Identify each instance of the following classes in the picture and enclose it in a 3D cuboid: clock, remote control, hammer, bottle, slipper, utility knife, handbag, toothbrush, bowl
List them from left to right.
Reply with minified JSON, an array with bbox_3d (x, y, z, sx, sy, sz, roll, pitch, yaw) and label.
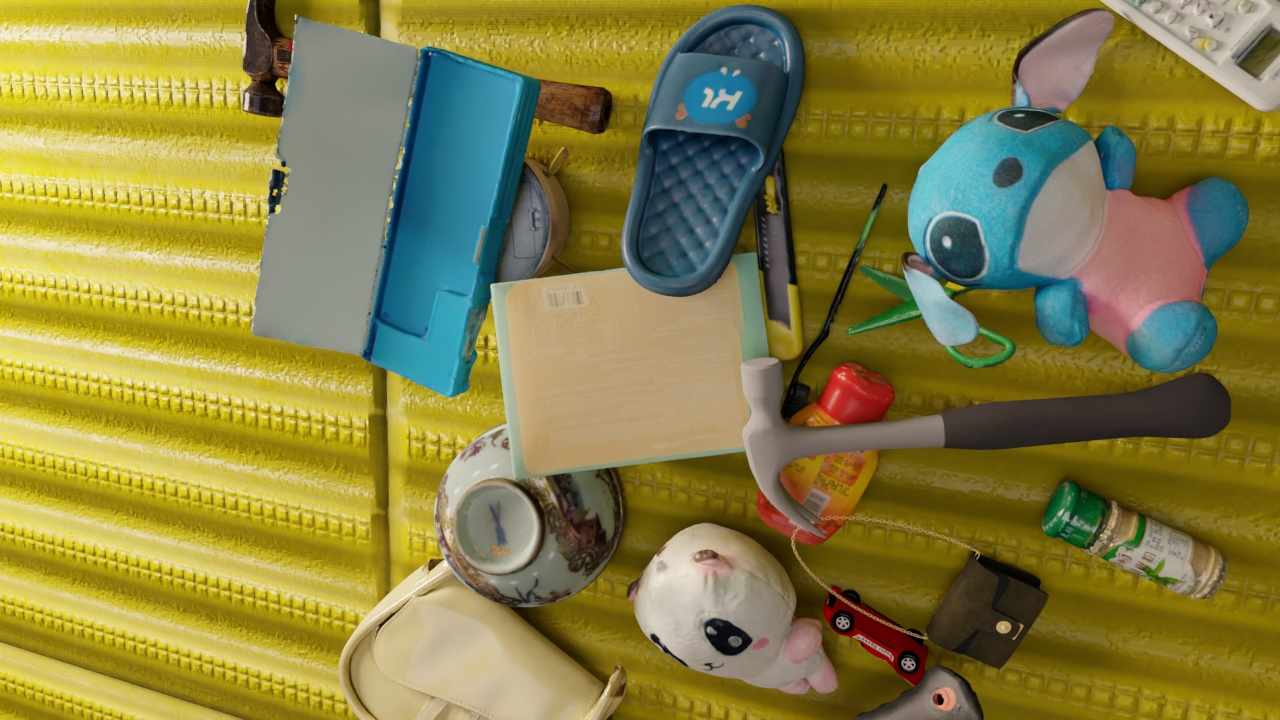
[{"bbox_3d":[-0.177,-0.234,0.732,0.331,0.033,0.120,14,106,16],"label":"hammer"},{"bbox_3d":[-0.129,-0.110,0.727,0.158,0.058,0.117,-1,101,21],"label":"clock"},{"bbox_3d":[-0.143,0.281,0.811,0.233,0.088,0.191,36,109,10],"label":"handbag"},{"bbox_3d":[-0.099,0.127,0.732,0.160,0.094,0.160,0,90,12],"label":"bowl"},{"bbox_3d":[0.042,-0.149,0.630,0.104,0.059,0.213,19,86,17],"label":"slipper"},{"bbox_3d":[0.097,-0.086,0.671,0.029,0.020,0.174,-5,100,19],"label":"utility knife"},{"bbox_3d":[0.110,0.317,0.707,0.334,0.033,0.133,-38,48,26],"label":"hammer"},{"bbox_3d":[0.138,0.067,0.674,0.071,0.048,0.134,27,110,11],"label":"bottle"},{"bbox_3d":[0.142,-0.038,0.667,0.017,0.014,0.188,21,109,1],"label":"toothbrush"},{"bbox_3d":[0.195,0.159,0.663,0.178,0.027,0.084,23,110,-1],"label":"handbag"},{"bbox_3d":[0.225,0.048,0.615,0.311,0.029,0.125,-5,103,8],"label":"hammer"},{"bbox_3d":[0.332,0.122,0.620,0.110,0.042,0.043,25,110,12],"label":"bottle"},{"bbox_3d":[0.340,-0.205,0.549,0.133,0.022,0.050,40,112,8],"label":"remote control"}]

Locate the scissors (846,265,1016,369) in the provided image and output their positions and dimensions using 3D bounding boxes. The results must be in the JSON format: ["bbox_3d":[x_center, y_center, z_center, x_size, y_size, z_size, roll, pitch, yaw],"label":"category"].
[{"bbox_3d":[0.205,-0.045,0.623,0.127,0.011,0.123,36,81,35],"label":"scissors"}]

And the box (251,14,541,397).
[{"bbox_3d":[-0.182,-0.111,0.684,0.175,0.059,0.244,17,108,0],"label":"box"}]

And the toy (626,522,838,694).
[{"bbox_3d":[0.076,0.202,0.708,0.179,0.101,0.139,43,136,-12],"label":"toy"}]

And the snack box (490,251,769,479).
[{"bbox_3d":[-0.004,0.004,0.667,0.193,0.044,0.141,-7,89,-1],"label":"snack box"}]

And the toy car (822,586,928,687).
[{"bbox_3d":[0.179,0.209,0.697,0.089,0.038,0.025,31,113,11],"label":"toy car"}]

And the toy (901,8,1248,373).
[{"bbox_3d":[0.268,-0.092,0.564,0.191,0.099,0.224,26,81,9],"label":"toy"}]
